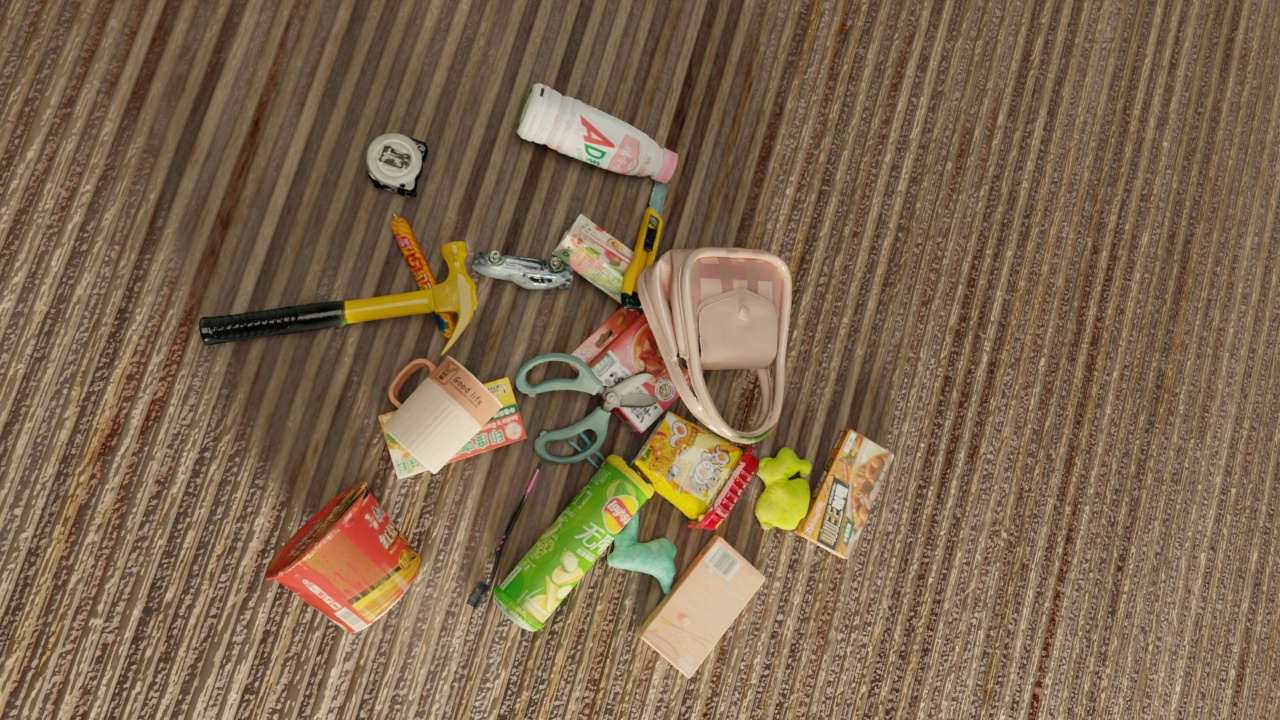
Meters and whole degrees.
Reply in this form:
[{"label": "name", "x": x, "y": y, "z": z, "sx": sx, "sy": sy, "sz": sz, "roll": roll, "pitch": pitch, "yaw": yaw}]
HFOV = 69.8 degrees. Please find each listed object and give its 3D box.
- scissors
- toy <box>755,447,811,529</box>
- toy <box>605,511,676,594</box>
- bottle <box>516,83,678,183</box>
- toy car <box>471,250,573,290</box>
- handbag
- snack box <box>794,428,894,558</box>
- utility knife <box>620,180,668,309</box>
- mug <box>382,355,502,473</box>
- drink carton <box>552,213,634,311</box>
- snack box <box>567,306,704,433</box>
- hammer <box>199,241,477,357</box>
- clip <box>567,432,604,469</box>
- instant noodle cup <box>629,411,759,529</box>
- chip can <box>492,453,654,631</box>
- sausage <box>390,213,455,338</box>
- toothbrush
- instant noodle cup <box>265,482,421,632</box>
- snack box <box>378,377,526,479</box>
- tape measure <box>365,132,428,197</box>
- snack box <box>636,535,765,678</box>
[{"label": "scissors", "x": -0.064, "y": 0.065, "z": 1.089, "sx": 0.177, "sy": 0.019, "sz": 0.171, "roll": 6, "pitch": 103, "yaw": 1}, {"label": "toy", "x": 0.185, "y": 0.167, "z": 1.175, "sx": 0.096, "sy": 0.031, "sz": 0.100, "roll": -26, "pitch": 90, "yaw": -13}, {"label": "toy", "x": 0.003, "y": 0.232, "z": 1.122, "sx": 0.092, "sy": 0.030, "sz": 0.096, "roll": 12, "pitch": 78, "yaw": -17}, {"label": "bottle", "x": -0.049, "y": -0.270, "z": 1.120, "sx": 0.197, "sy": 0.068, "sz": 0.068, "roll": 19, "pitch": 82, "yaw": -16}, {"label": "toy car", "x": -0.140, "y": -0.106, "z": 1.090, "sx": 0.120, "sy": 0.054, "sz": 0.036, "roll": 8, "pitch": 82, "yaw": -15}, {"label": "handbag", "x": 0.104, "y": -0.016, "z": 1.087, "sx": 0.193, "sy": 0.094, "sz": 0.234, "roll": -2, "pitch": 79, "yaw": -43}, {"label": "snack box", "x": 0.267, "y": 0.173, "z": 1.200, "sx": 0.075, "sy": 0.026, "sz": 0.153, "roll": 29, "pitch": 80, "yaw": -11}, {"label": "utility knife", "x": 0.008, "y": -0.149, "z": 1.116, "sx": 0.033, "sy": 0.015, "sz": 0.215, "roll": 26, "pitch": 57, "yaw": -22}, {"label": "mug", "x": -0.230, "y": 0.051, "z": 1.019, "sx": 0.114, "sy": 0.082, "sz": 0.105, "roll": 38, "pitch": 78, "yaw": 18}, {"label": "drink carton", "x": -0.040, "y": -0.120, "z": 1.115, "sx": 0.122, "sy": 0.046, "sz": 0.053, "roll": 35, "pitch": 46, "yaw": -10}, {"label": "snack box", "x": -0.007, "y": 0.007, "z": 1.124, "sx": 0.113, "sy": 0.044, "sz": 0.127, "roll": -44, "pitch": 98, "yaw": -14}, {"label": "hammer", "x": -0.333, "y": -0.053, "z": 1.031, "sx": 0.300, "sy": 0.033, "sz": 0.129, "roll": -8, "pitch": 90, "yaw": -11}, {"label": "clip", "x": -0.063, "y": 0.110, "z": 1.119, "sx": 0.047, "sy": 0.014, "sz": 0.057, "roll": -43, "pitch": 100, "yaw": -14}, {"label": "instant noodle cup", "x": 0.060, "y": 0.129, "z": 1.107, "sx": 0.123, "sy": 0.116, "sz": 0.116, "roll": 34, "pitch": 79, "yaw": 1}, {"label": "chip can", "x": -0.080, "y": 0.215, "z": 1.077, "sx": 0.072, "sy": 0.073, "sz": 0.221, "roll": 44, "pitch": 77, "yaw": -9}, {"label": "sausage", "x": -0.253, "y": -0.096, "z": 1.074, "sx": 0.021, "sy": 0.021, "sz": 0.165, "roll": -26, "pitch": 94, "yaw": -16}, {"label": "toothbrush", "x": -0.159, "y": 0.204, "z": 1.087, "sx": 0.018, "sy": 0.014, "sz": 0.189, "roll": 24, "pitch": 80, "yaw": -2}, {"label": "instant noodle cup", "x": -0.313, "y": 0.217, "z": 0.987, "sx": 0.137, "sy": 0.138, "sz": 0.108, "roll": -43, "pitch": 106, "yaw": -14}, {"label": "snack box", "x": -0.218, "y": 0.078, "z": 1.070, "sx": 0.155, "sy": 0.027, "sz": 0.077, "roll": -17, "pitch": 91, "yaw": -16}, {"label": "tape measure", "x": -0.286, "y": -0.229, "z": 1.068, "sx": 0.066, "sy": 0.034, "sz": 0.065, "roll": 14, "pitch": 81, "yaw": -15}, {"label": "snack box", "x": 0.076, "y": 0.304, "z": 1.138, "sx": 0.084, "sy": 0.026, "sz": 0.157, "roll": 43, "pitch": 77, "yaw": -9}]
